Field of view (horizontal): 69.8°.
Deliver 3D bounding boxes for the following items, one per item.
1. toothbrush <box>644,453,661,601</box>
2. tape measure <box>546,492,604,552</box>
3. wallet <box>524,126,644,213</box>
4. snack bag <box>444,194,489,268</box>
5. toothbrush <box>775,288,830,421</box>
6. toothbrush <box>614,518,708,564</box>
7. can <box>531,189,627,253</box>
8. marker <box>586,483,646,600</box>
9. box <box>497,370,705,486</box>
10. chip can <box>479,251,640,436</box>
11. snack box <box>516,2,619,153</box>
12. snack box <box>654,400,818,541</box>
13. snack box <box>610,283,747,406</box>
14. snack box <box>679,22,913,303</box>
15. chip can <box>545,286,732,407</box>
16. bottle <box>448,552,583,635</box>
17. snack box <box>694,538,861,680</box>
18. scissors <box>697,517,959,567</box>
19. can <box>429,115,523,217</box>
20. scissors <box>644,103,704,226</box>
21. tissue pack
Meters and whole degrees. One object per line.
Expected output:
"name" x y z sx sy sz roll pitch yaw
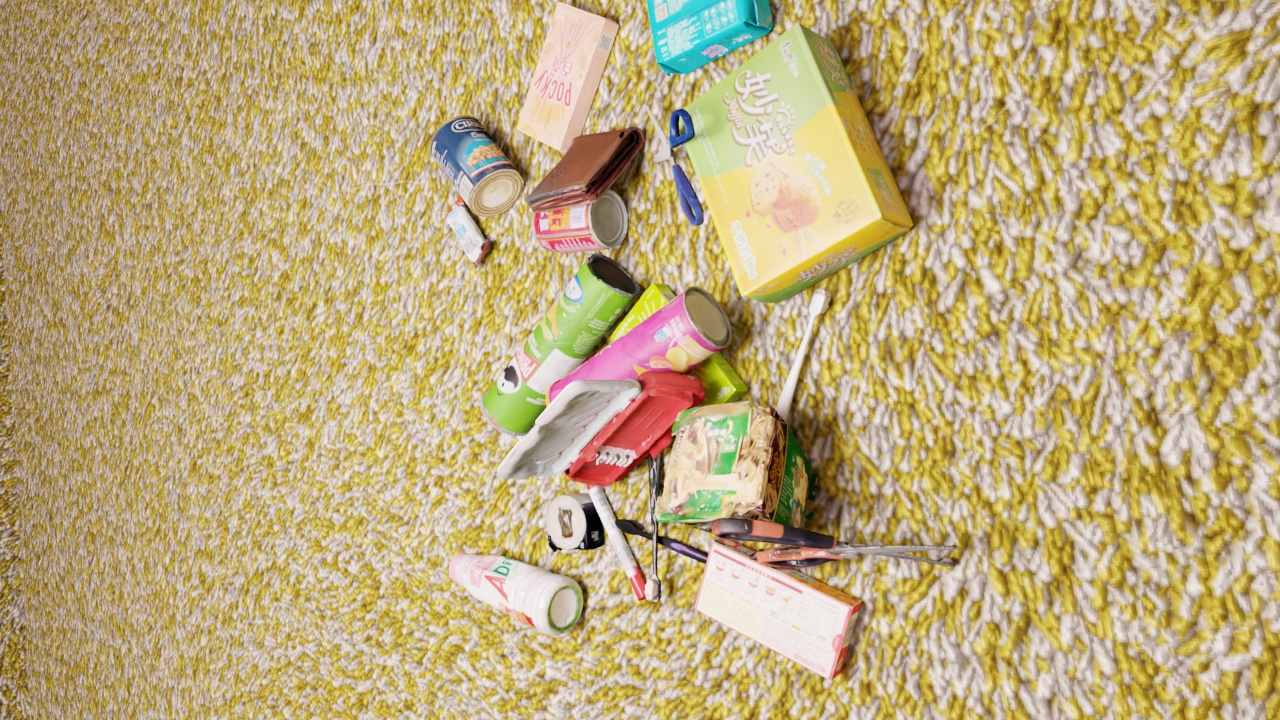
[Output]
"toothbrush" 0.014 0.166 0.985 0.016 0.018 0.181 -7 75 34
"tape measure" -0.077 0.187 1.060 0.066 0.033 0.066 -12 83 36
"wallet" -0.063 -0.213 1.014 0.101 0.032 0.124 -1 45 41
"snack bag" -0.224 -0.169 1.186 0.104 0.026 0.048 54 126 25
"toothbrush" 0.151 0.016 0.892 0.016 0.016 0.180 28 109 38
"toothbrush" 0.049 0.201 0.975 0.189 0.016 0.014 16 102 35
"can" -0.070 -0.156 1.036 0.094 0.066 0.066 0 89 39
"marker" -0.026 0.199 1.029 0.017 0.017 0.145 -40 66 31
"box" -0.044 0.072 0.934 0.202 0.158 0.039 -48 42 45
"chip can" -0.095 -0.015 1.053 0.237 0.072 0.072 -50 61 26
"snack box" -0.087 -0.331 1.078 0.084 0.026 0.157 33 109 34
"snack box" 0.096 0.116 0.863 0.118 0.105 0.118 -9 54 38
"snack box" 0.038 0.001 0.974 0.086 0.026 0.156 -50 61 28
"snack box" 0.138 -0.181 0.867 0.158 0.069 0.210 -30 72 35
"chip can" -0.006 0.006 0.945 0.211 0.071 0.071 -35 69 34
"bottle" -0.157 0.272 1.106 0.197 0.068 0.068 7 94 43
"snack box" 0.130 0.238 0.892 0.156 0.027 0.077 20 102 34
"scissors" 0.160 0.161 0.794 0.226 0.189 0.015 -18 56 48
"can" -0.203 -0.240 1.139 0.075 0.075 0.111 -51 61 26
"scissors" 0.034 -0.206 0.925 0.162 0.012 0.174 108 146 -73
"tissue pack" 0.065 -0.358 0.941 0.134 0.050 0.093 -13 83 38
